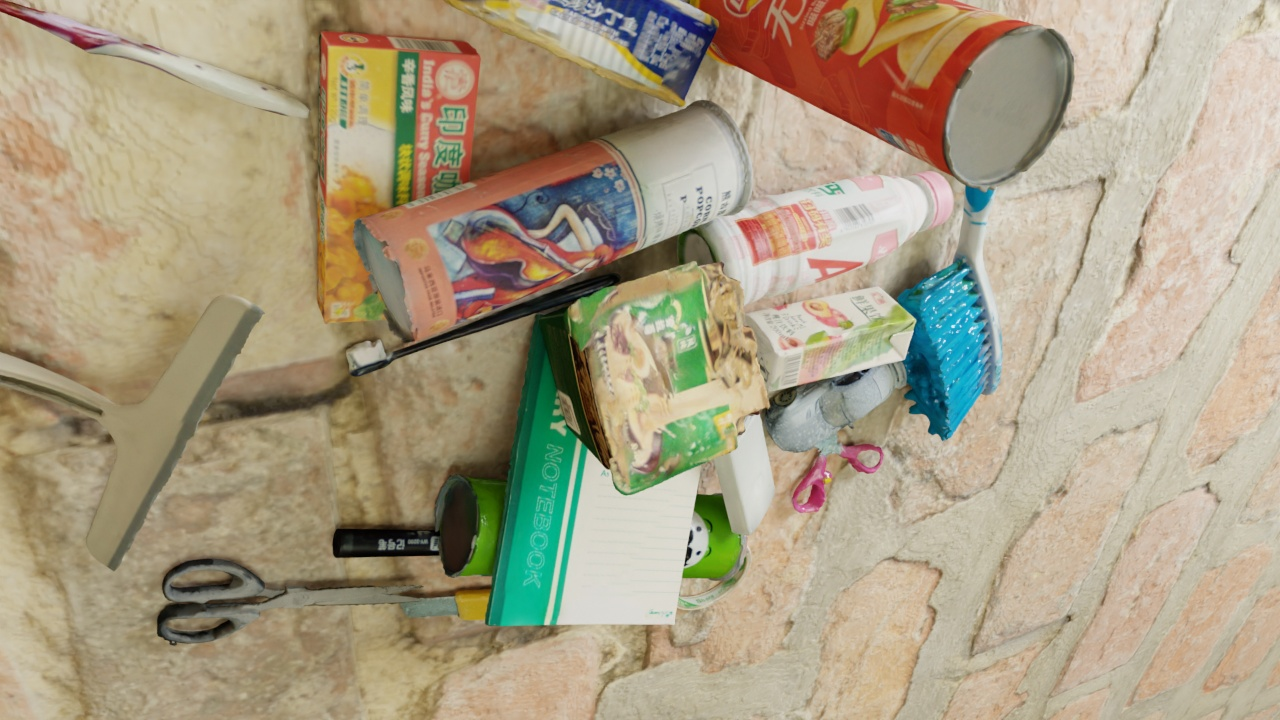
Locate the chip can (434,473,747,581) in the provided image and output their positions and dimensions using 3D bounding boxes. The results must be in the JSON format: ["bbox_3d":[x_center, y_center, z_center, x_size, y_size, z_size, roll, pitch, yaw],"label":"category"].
[{"bbox_3d":[-0.032,0.128,0.687,0.235,0.072,0.072,10,117,-33],"label":"chip can"}]

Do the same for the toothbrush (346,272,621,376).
[{"bbox_3d":[-0.096,-0.027,0.577,0.181,0.015,0.018,-19,121,-15],"label":"toothbrush"}]

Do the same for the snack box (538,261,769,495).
[{"bbox_3d":[-0.003,0.003,0.569,0.117,0.106,0.118,-19,103,-26],"label":"snack box"}]

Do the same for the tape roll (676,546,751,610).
[{"bbox_3d":[0.059,0.187,0.817,0.085,0.014,0.086,-14,128,-19],"label":"tape roll"}]

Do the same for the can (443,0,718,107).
[{"bbox_3d":[-0.029,-0.178,0.465,0.148,0.074,0.049,13,113,-34],"label":"can"}]

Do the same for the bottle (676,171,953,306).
[{"bbox_3d":[0.123,-0.088,0.621,0.196,0.068,0.068,-19,130,-21],"label":"bottle"}]

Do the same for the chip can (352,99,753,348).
[{"bbox_3d":[-0.043,-0.080,0.505,0.214,0.071,0.071,-25,132,-24],"label":"chip can"}]

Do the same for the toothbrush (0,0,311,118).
[{"bbox_3d":[-0.244,-0.140,0.415,0.187,0.016,0.017,13,124,-34],"label":"toothbrush"}]

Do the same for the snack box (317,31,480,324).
[{"bbox_3d":[-0.134,-0.094,0.499,0.077,0.027,0.156,-6,125,-27],"label":"snack box"}]

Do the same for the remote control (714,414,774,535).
[{"bbox_3d":[0.074,0.066,0.687,0.056,0.019,0.135,-51,136,-43],"label":"remote control"}]

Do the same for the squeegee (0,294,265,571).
[{"bbox_3d":[-0.350,0.003,0.448,0.246,0.039,0.247,21,128,-31],"label":"squeegee"}]

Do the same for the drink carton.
[{"bbox_3d":[0.139,-0.016,0.686,0.122,0.053,0.046,-12,129,-20],"label":"drink carton"}]

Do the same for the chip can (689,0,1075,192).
[{"bbox_3d":[0.107,-0.156,0.458,0.073,0.216,0.073,-16,128,-22],"label":"chip can"}]

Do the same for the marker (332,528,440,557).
[{"bbox_3d":[-0.154,0.131,0.659,0.131,0.020,0.022,7,148,-33],"label":"marker"}]

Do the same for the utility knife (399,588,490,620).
[{"bbox_3d":[-0.097,0.191,0.734,0.196,0.015,0.033,6,112,-29],"label":"utility knife"}]

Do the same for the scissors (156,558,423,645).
[{"bbox_3d":[-0.237,0.158,0.633,0.173,0.014,0.141,-24,129,-9],"label":"scissors"}]

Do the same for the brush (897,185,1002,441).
[{"bbox_3d":[0.243,-0.075,0.706,0.109,0.060,0.315,-33,130,-11],"label":"brush"}]

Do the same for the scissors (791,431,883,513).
[{"bbox_3d":[0.171,0.077,0.798,0.124,0.017,0.133,-8,122,-20],"label":"scissors"}]

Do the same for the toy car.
[{"bbox_3d":[0.157,0.031,0.739,0.120,0.036,0.054,-32,125,-1],"label":"toy car"}]

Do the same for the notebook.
[{"bbox_3d":[-0.022,0.081,0.637,0.150,0.012,0.209,9,91,-32],"label":"notebook"}]
